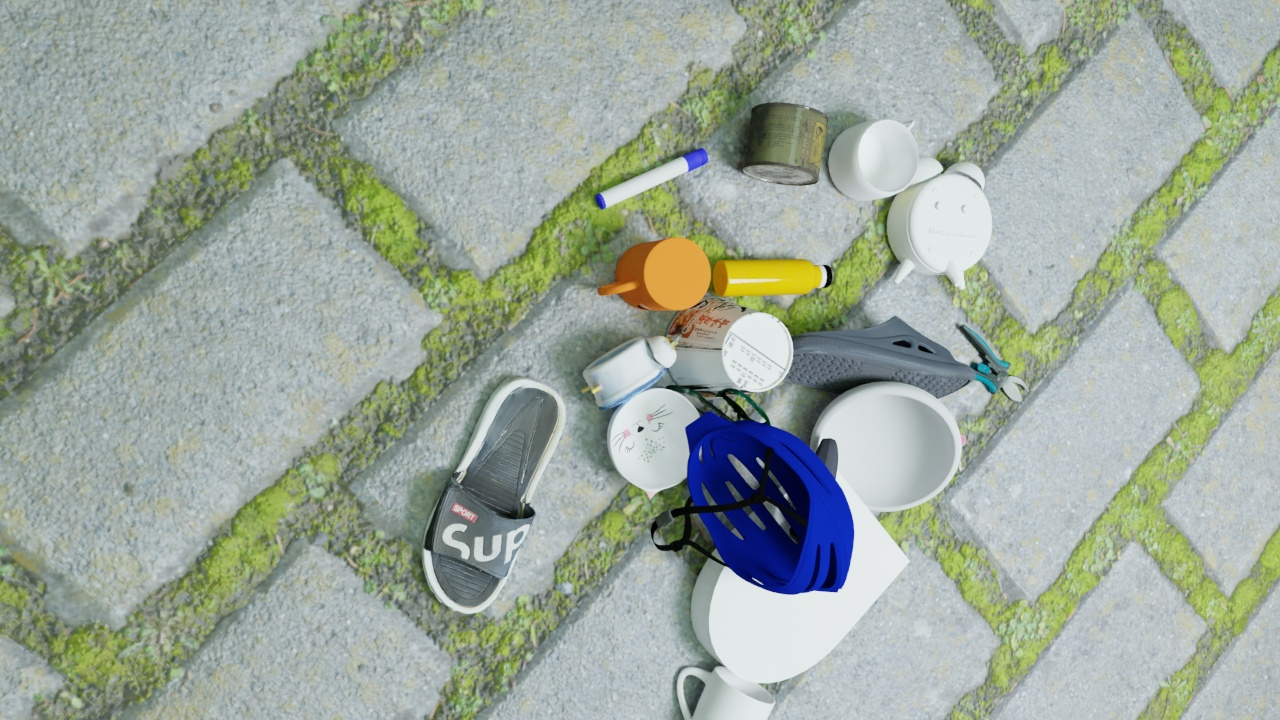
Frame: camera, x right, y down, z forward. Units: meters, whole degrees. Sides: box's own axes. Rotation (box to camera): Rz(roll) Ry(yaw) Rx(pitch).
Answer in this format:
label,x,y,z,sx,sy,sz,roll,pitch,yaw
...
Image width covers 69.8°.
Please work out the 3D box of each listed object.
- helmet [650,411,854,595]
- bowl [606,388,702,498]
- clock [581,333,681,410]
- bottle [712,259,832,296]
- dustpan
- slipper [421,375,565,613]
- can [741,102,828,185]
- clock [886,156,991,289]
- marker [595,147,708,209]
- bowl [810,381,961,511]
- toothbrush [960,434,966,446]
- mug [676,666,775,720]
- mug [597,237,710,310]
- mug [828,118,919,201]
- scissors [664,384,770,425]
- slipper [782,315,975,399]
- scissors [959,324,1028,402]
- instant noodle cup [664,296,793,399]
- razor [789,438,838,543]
label,x,y,z,sx,sy,sz,roll,pitch,yaw
helmet,0.115,0.170,0.966,0.227,0.148,0.241,-26,80,-52
bowl,0.011,0.087,1.049,0.114,0.051,0.114,-1,94,-20
clock,-0.006,0.006,1.020,0.125,0.089,0.052,-33,97,-14
bottle,0.160,-0.099,1.096,0.143,0.043,0.043,-3,94,-20
dustpan,0.180,0.267,1.122,0.257,0.053,0.191,-44,106,-13
slipper,-0.156,0.145,0.988,0.111,0.063,0.263,26,82,-19
can,0.168,-0.251,1.065,0.089,0.090,0.074,10,89,-20
clock,0.382,-0.174,1.156,0.125,0.073,0.161,2,92,-20
marker,0.014,-0.208,1.050,0.141,0.020,0.020,-27,102,-16
bowl,0.298,0.096,1.127,0.177,0.066,0.177,4,117,8
toothbrush,0.373,0.110,1.201,0.134,0.016,0.021,-4,85,-19
mug,0.090,0.416,1.092,0.114,0.081,0.087,27,90,12
mug,0.007,-0.090,1.013,0.112,0.096,0.077,-16,98,-19
mug,0.290,-0.252,1.121,0.094,0.068,0.115,45,78,-17
scissors,0.109,0.079,1.084,0.209,0.137,0.015,47,58,-46
slipper,0.281,-0.006,1.127,0.268,0.111,0.083,10,59,-20
scissors,0.460,0.008,1.225,0.154,0.019,0.126,-12,99,-21
instant noodle cup,0.105,-0.012,1.039,0.123,0.122,0.123,-1,94,-20
razor,0.210,0.162,1.077,0.052,0.047,0.143,14,85,4
